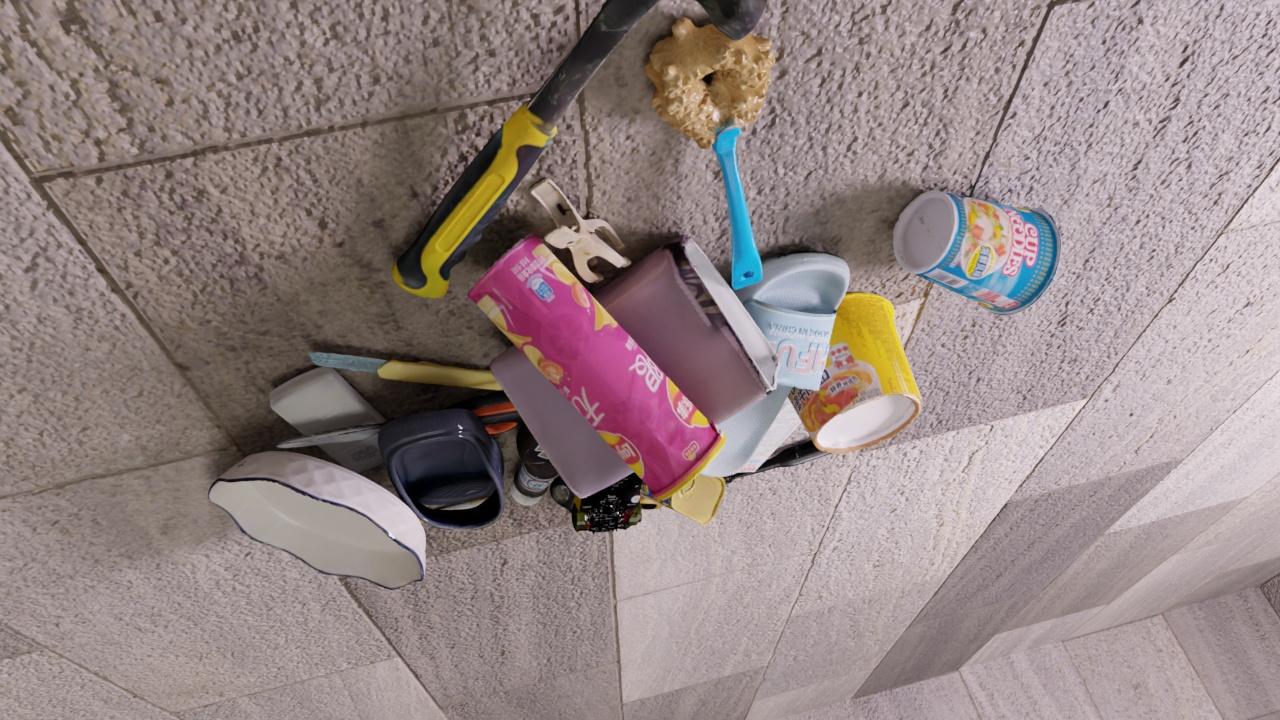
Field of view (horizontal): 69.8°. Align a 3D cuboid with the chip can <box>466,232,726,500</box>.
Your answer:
[{"bbox_3d":[-0.032,0.005,0.683,0.071,0.210,0.071,-43,-175,4],"label":"chip can"}]

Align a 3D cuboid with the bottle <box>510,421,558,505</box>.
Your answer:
[{"bbox_3d":[-0.088,0.086,0.925,0.079,0.044,0.195,2,144,-27],"label":"bottle"}]

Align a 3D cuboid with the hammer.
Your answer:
[{"bbox_3d":[-0.075,-0.142,0.575,0.126,0.031,0.324,28,134,-24],"label":"hammer"}]

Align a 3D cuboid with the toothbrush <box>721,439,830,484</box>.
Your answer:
[{"bbox_3d":[0.188,0.115,1.113,0.213,0.026,0.027,-19,160,4],"label":"toothbrush"}]

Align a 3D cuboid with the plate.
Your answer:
[{"bbox_3d":[-0.289,0.147,0.847,0.205,0.045,0.205,13,146,9],"label":"plate"}]

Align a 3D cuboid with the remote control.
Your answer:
[{"bbox_3d":[-0.264,0.054,0.810,0.058,0.021,0.150,-26,148,-2],"label":"remote control"}]

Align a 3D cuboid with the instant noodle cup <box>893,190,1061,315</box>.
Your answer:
[{"bbox_3d":[0.279,-0.096,0.781,0.109,0.099,0.099,11,139,-26],"label":"instant noodle cup"}]

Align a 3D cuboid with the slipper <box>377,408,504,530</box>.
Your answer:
[{"bbox_3d":[-0.182,0.118,0.859,0.110,0.083,0.268,-12,161,-8],"label":"slipper"}]

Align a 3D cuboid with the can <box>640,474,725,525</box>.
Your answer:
[{"bbox_3d":[0.032,0.133,1.003,0.083,0.057,0.102,17,167,36],"label":"can"}]

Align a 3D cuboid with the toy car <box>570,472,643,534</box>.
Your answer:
[{"bbox_3d":[-0.028,0.120,0.921,0.071,0.041,0.156,-1,132,-17],"label":"toy car"}]

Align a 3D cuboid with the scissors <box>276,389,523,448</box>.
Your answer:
[{"bbox_3d":[-0.196,0.048,0.805,0.234,0.021,0.142,4,152,-47],"label":"scissors"}]

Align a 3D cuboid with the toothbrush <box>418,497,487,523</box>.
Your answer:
[{"bbox_3d":[-0.248,0.180,1.013,0.191,0.018,0.016,-13,149,-6],"label":"toothbrush"}]

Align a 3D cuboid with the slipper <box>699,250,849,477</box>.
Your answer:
[{"bbox_3d":[0.110,0.012,0.826,0.104,0.074,0.246,10,118,-26],"label":"slipper"}]

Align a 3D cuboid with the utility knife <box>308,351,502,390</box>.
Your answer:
[{"bbox_3d":[-0.181,0.012,0.789,0.210,0.022,0.031,4,142,-41],"label":"utility knife"}]

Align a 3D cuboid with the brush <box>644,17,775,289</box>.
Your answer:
[{"bbox_3d":[0.063,-0.133,0.652,0.083,0.045,0.255,-20,142,0],"label":"brush"}]

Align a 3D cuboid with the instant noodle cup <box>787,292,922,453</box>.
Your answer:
[{"bbox_3d":[0.202,0.018,0.895,0.138,0.109,0.138,-12,149,-8],"label":"instant noodle cup"}]

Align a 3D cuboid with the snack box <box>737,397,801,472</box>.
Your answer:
[{"bbox_3d":[0.128,0.076,1.025,0.084,0.026,0.157,2,143,-28],"label":"snack box"}]

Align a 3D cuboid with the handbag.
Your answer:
[{"bbox_3d":[-0.005,0.004,0.763,0.197,0.098,0.145,-31,104,20],"label":"handbag"}]

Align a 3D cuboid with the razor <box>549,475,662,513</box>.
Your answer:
[{"bbox_3d":[-0.029,0.153,1.039,0.062,0.067,0.167,-27,154,30],"label":"razor"}]

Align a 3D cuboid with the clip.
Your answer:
[{"bbox_3d":[-0.046,-0.092,0.679,0.035,0.071,0.100,-28,152,18],"label":"clip"}]
